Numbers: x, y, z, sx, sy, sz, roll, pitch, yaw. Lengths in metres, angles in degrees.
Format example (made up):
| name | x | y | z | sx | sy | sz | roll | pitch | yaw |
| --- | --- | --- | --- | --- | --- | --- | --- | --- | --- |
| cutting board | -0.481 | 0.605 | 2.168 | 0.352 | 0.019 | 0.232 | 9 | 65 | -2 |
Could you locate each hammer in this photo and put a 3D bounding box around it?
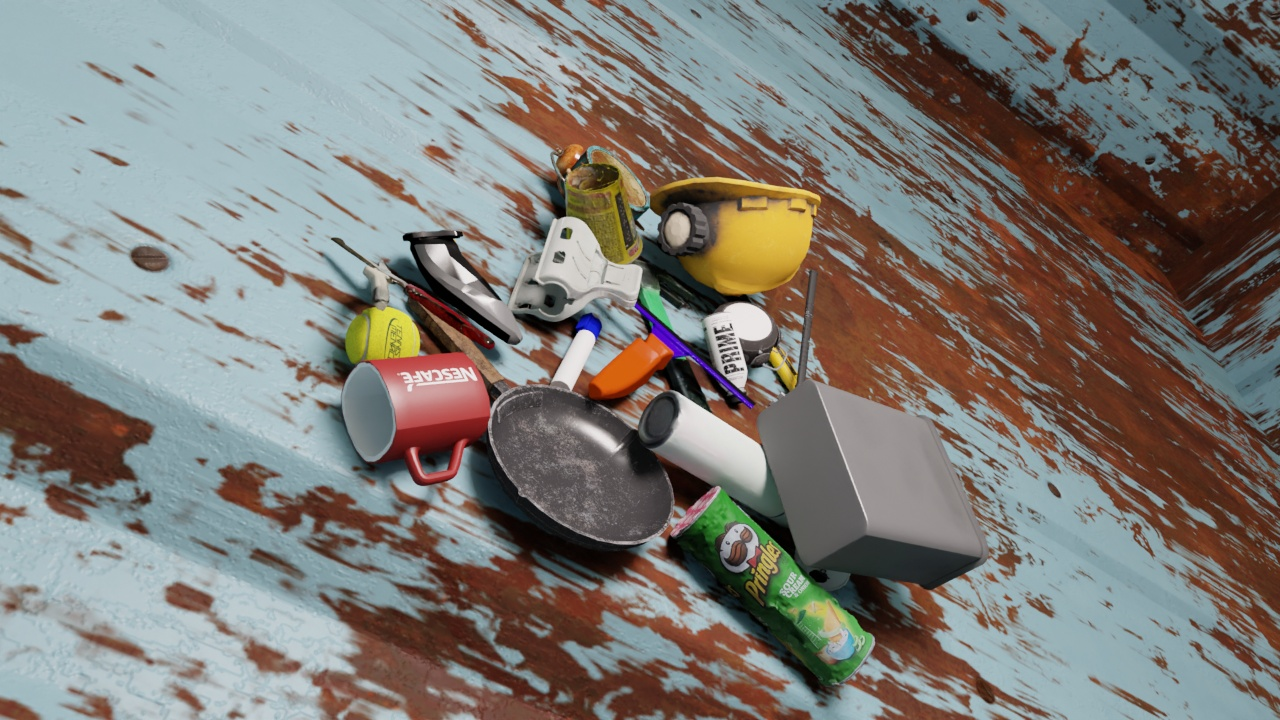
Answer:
| name | x | y | z | sx | sy | sz | roll | pitch | yaw |
| --- | --- | --- | --- | --- | --- | --- | --- | --- | --- |
| hammer | 0.175 | -0.031 | 1.289 | 0.126 | 0.029 | 0.323 | -2 | 52 | -45 |
| hammer | 0.045 | 0.001 | 1.124 | 0.130 | 0.032 | 0.318 | 10 | 46 | -39 |
| hammer | 0.223 | 0.005 | 1.225 | 0.095 | 0.015 | 0.324 | 26 | 53 | -16 |

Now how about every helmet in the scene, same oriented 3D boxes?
| name | x | y | z | sx | sy | sz | roll | pitch | yaw |
| --- | --- | --- | --- | --- | --- | --- | --- | --- | --- |
| helmet | 0.132 | -0.154 | 1.238 | 0.254 | 0.206 | 0.131 | 3 | 83 | -46 |

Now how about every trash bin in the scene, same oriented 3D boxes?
| name | x | y | z | sx | sy | sz | roll | pitch | yaw |
| --- | --- | --- | --- | --- | --- | --- | --- | --- | --- |
| trash bin | 0.252 | 0.137 | 0.999 | 0.219 | 0.098 | 0.191 | 17 | 45 | -38 |

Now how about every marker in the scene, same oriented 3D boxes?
| name | x | y | z | sx | sy | sz | roll | pitch | yaw |
| --- | --- | --- | --- | --- | --- | --- | --- | --- | --- |
| marker | -0.071 | -0.008 | 1.023 | 0.027 | 0.023 | 0.132 | 63 | 26 | -25 |

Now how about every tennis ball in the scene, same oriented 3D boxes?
| name | x | y | z | sx | sy | sz | roll | pitch | yaw |
| --- | --- | --- | --- | --- | --- | --- | --- | --- | --- |
| tennis ball | -0.235 | -0.016 | 0.837 | 0.065 | 0.066 | 0.065 | 26 | 38 | -22 |

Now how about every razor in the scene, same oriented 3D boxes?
| name | x | y | z | sx | sy | sz | roll | pitch | yaw |
| --- | --- | --- | --- | --- | --- | --- | --- | --- | --- |
| razor | -0.179 | -0.074 | 0.943 | 0.156 | 0.060 | 0.057 | 55 | 5 | -1 |

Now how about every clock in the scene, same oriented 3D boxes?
| name | x | y | z | sx | sy | sz | roll | pitch | yaw |
| --- | --- | --- | --- | --- | --- | --- | --- | --- | --- |
| clock | -0.065 | -0.227 | 1.223 | 0.157 | 0.073 | 0.121 | 20 | 39 | -46 |
| clock | 0.141 | -0.037 | 1.219 | 0.123 | 0.044 | 0.091 | 29 | 49 | 11 |

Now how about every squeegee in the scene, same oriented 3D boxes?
| name | x | y | z | sx | sy | sz | roll | pitch | yaw |
| --- | --- | --- | --- | --- | --- | --- | --- | --- | --- |
| squeegee | -0.006 | 0.006 | 1.025 | 0.249 | 0.055 | 0.184 | 42 | 31 | 10 |

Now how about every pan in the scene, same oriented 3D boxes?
| name | x | y | z | sx | sy | sz | roll | pitch | yaw |
| --- | --- | --- | --- | --- | --- | --- | --- | --- | --- |
| pan | -0.116 | 0.054 | 0.902 | 0.357 | 0.040 | 0.207 | 43 | 28 | 15 |

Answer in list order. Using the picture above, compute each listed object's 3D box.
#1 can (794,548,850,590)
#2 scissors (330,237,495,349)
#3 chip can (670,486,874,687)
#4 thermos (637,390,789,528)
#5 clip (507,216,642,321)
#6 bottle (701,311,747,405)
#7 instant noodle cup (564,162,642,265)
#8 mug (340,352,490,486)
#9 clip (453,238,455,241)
| name | x | y | z | sx | sy | sz | roll | pitch | yaw |
| --- | --- | --- | --- | --- | --- | --- | --- | --- | --- |
| can | 0.210 | 0.203 | 1.034 | 0.064 | 0.064 | 0.127 | 37 | 35 | -8 |
| scissors | -0.228 | -0.065 | 0.862 | 0.199 | 0.015 | 0.179 | 33 | 7 | 5 |
| chip can | 0.133 | 0.229 | 0.925 | 0.223 | 0.076 | 0.075 | 44 | 35 | 3 |
| thermos | 0.099 | 0.110 | 0.991 | 0.230 | 0.068 | 0.067 | 32 | 34 | -32 |
| clip | -0.072 | -0.106 | 1.042 | 0.151 | 0.110 | 0.126 | -4 | 41 | 12 |
| bottle | 0.110 | -0.001 | 1.161 | 0.041 | 0.041 | 0.116 | -4 | 76 | -46 |
| instant noodle cup | -0.052 | -0.178 | 1.125 | 0.102 | 0.108 | 0.102 | -4 | 40 | 4 |
| mug | -0.189 | 0.053 | 0.797 | 0.096 | 0.081 | 0.116 | -7 | 63 | -47 |
| clip | -0.203 | -0.106 | 1.002 | 0.048 | 0.046 | 0.054 | 2 | 44 | -10 |
